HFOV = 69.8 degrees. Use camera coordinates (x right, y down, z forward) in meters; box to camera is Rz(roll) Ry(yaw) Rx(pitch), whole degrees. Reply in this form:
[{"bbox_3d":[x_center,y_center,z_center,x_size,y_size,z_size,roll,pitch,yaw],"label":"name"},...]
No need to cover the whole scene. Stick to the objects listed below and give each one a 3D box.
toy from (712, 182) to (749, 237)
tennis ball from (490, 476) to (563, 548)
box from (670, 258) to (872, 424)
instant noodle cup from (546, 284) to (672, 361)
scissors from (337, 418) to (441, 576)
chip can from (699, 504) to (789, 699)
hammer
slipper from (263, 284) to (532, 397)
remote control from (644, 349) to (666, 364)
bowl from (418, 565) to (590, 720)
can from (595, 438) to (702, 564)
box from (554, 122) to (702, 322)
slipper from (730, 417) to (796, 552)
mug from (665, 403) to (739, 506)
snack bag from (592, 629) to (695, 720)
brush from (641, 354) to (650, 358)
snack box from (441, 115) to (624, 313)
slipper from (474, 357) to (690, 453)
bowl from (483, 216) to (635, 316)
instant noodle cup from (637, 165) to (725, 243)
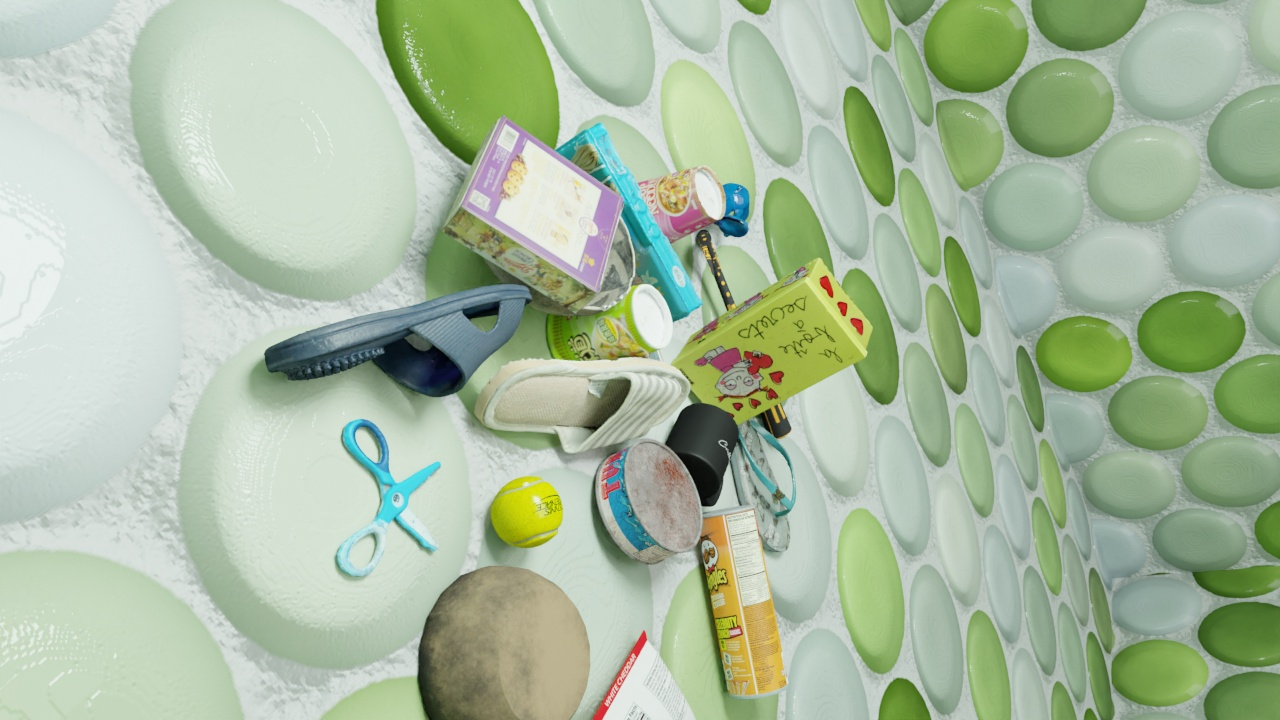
[{"bbox_3d":[0.120,-0.212,1.286,0.113,0.071,0.176,42,28,13],"label":"toy"},{"bbox_3d":[-0.104,0.140,0.845,0.065,0.066,0.065,26,57,-48],"label":"tennis ball"},{"bbox_3d":[0.161,-0.018,1.131,0.124,0.222,0.082,51,39,-13],"label":"box"},{"bbox_3d":[-0.029,-0.034,0.982,0.099,0.108,0.098,27,55,-48],"label":"instant noodle cup"},{"bbox_3d":[-0.210,0.110,0.752,0.133,0.011,0.139,-42,111,-50],"label":"scissors"},{"bbox_3d":[0.121,0.287,1.103,0.075,0.075,0.215,-1,78,-55],"label":"chip can"},{"bbox_3d":[0.143,-0.029,1.272,0.123,0.036,0.321,-90,158,-71],"label":"hammer"},{"bbox_3d":[-0.180,-0.007,0.764,0.262,0.101,0.082,-21,94,-52],"label":"slipper"},{"bbox_3d":[0.005,-0.029,1.109,0.038,0.018,0.125,-26,100,-55],"label":"remote control"},{"bbox_3d":[-0.107,0.257,0.790,0.162,0.070,0.162,26,57,-48],"label":"bowl"},{"bbox_3d":[0.011,0.153,0.999,0.130,0.044,0.129,36,39,-36],"label":"can"},{"bbox_3d":[-0.029,-0.143,1.045,0.086,0.169,0.227,-31,100,-9],"label":"box"},{"bbox_3d":[0.161,0.135,1.241,0.098,0.055,0.269,-23,95,-53],"label":"slipper"},{"bbox_3d":[0.074,0.122,1.101,0.087,0.078,0.114,-62,139,-46],"label":"mug"},{"bbox_3d":[0.011,0.378,0.942,0.144,0.039,0.130,63,35,-17],"label":"snack bag"},{"bbox_3d":[-0.006,0.006,1.074,0.048,0.017,0.126,-24,98,-48],"label":"brush"},{"bbox_3d":[-0.094,-0.138,0.858,0.148,0.041,0.143,32,44,-20],"label":"snack box"},{"bbox_3d":[-0.047,0.044,0.926,0.272,0.115,0.054,4,45,-46],"label":"slipper"},{"bbox_3d":[-0.097,-0.111,0.929,0.178,0.081,0.178,24,47,-29],"label":"bowl"},{"bbox_3d":[0.043,-0.192,1.144,0.097,0.109,0.097,25,58,-48],"label":"instant noodle cup"}]
